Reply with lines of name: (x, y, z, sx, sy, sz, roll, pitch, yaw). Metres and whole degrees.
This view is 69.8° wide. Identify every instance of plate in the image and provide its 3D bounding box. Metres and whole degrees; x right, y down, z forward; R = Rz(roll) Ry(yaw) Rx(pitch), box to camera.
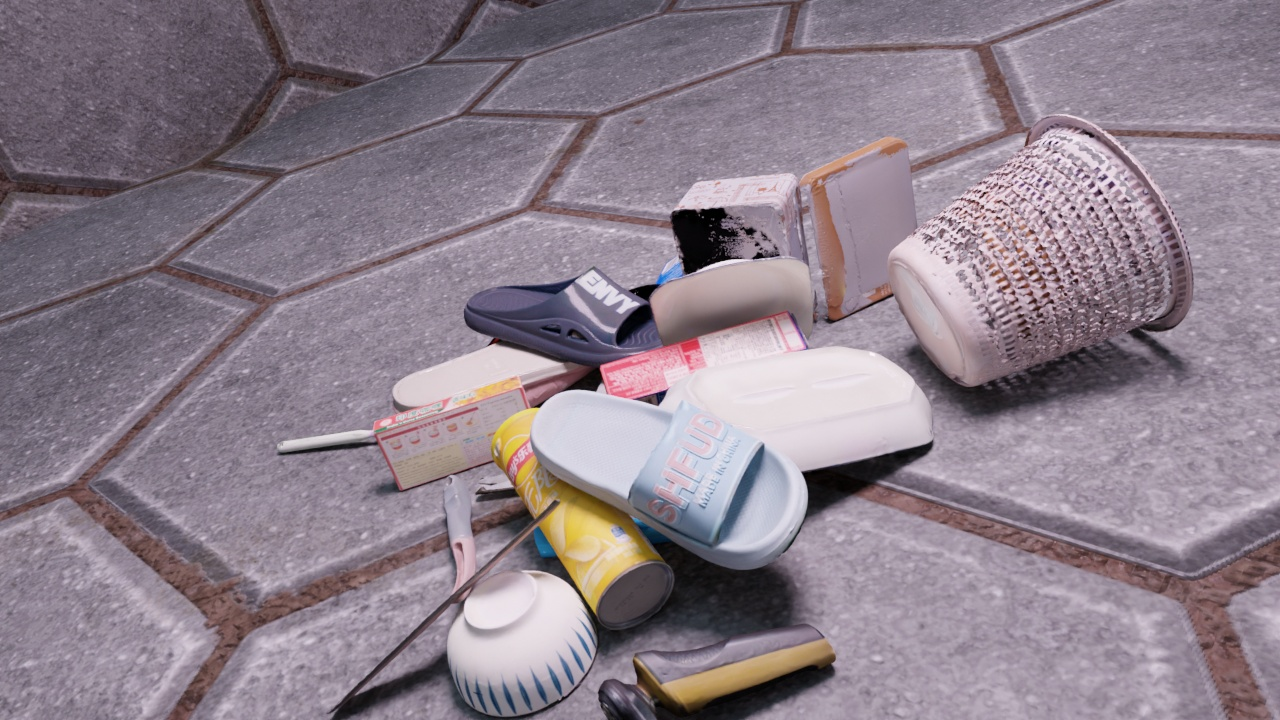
plate: (0.144, 0.035, 0.828, 0.265, 0.034, 0.162, -8, 32, -23)
plate: (0.096, -0.056, 0.955, 0.164, 0.164, 0.034, -12, 55, 5)

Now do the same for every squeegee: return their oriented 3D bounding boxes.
squeegee: (-0.163, 0.164, 0.817, 0.248, 0.040, 0.249, -44, 20, 5)

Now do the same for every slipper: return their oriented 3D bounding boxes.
slipper: (-0.085, -0.060, 1.040, 0.268, 0.083, 0.110, 12, 32, 22)
slipper: (-0.147, 0.018, 1.043, 0.273, 0.054, 0.114, -21, 34, -28)
slipper: (0.015, 0.073, 0.710, 0.246, 0.074, 0.103, 19, 58, 28)

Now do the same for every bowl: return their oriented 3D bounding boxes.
bowl: (-0.097, 0.206, 0.708, 0.116, 0.066, 0.116, -12, 31, 7)

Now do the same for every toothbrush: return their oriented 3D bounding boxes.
toothbrush: (-0.334, 0.090, 1.051, 0.190, 0.020, 0.029, -8, 64, 15)

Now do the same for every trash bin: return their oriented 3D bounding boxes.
trash bin: (0.351, -0.083, 0.857, 0.192, 0.227, 0.227, -29, 31, 2)

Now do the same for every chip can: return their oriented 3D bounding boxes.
chip can: (-0.054, 0.127, 0.777, 0.072, 0.072, 0.213, -26, 43, -18)

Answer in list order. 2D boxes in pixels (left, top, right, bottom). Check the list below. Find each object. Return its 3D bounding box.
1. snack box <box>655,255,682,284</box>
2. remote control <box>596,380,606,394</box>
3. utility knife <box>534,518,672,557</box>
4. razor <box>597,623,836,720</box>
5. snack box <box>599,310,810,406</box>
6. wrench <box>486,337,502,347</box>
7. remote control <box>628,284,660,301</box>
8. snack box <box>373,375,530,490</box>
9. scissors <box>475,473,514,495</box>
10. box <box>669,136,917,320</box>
snack box: (0.049, -0.096, 1.135, 0.085, 0.026, 0.156, -33, 19, 35)
remote control: (-0.006, 0.006, 1.036, 0.056, 0.019, 0.134, -4, 33, 19)
utility knife: (0.010, 0.148, 0.803, 0.216, 0.018, 0.034, -8, 31, 10)
razor: (0.054, 0.222, 0.636, 0.167, 0.062, 0.067, -14, 61, -8)
snack box: (0.067, 0.012, 0.940, 0.207, 0.057, 0.058, -16, 51, -2)
wrench: (-0.170, -0.024, 1.165, 0.056, 0.016, 0.272, 5, 36, 31)
remote control: (-0.019, -0.067, 1.110, 0.137, 0.024, 0.053, -18, 27, 46)
snack box: (-0.187, 0.076, 0.949, 0.155, 0.077, 0.027, -18, 31, -4)
scissors: (-0.057, 0.118, 0.882, 0.205, 0.015, 0.197, -28, 34, -20)
box: (0.177, -0.124, 1.010, 0.274, 0.179, 0.124, -13, 31, 6)
